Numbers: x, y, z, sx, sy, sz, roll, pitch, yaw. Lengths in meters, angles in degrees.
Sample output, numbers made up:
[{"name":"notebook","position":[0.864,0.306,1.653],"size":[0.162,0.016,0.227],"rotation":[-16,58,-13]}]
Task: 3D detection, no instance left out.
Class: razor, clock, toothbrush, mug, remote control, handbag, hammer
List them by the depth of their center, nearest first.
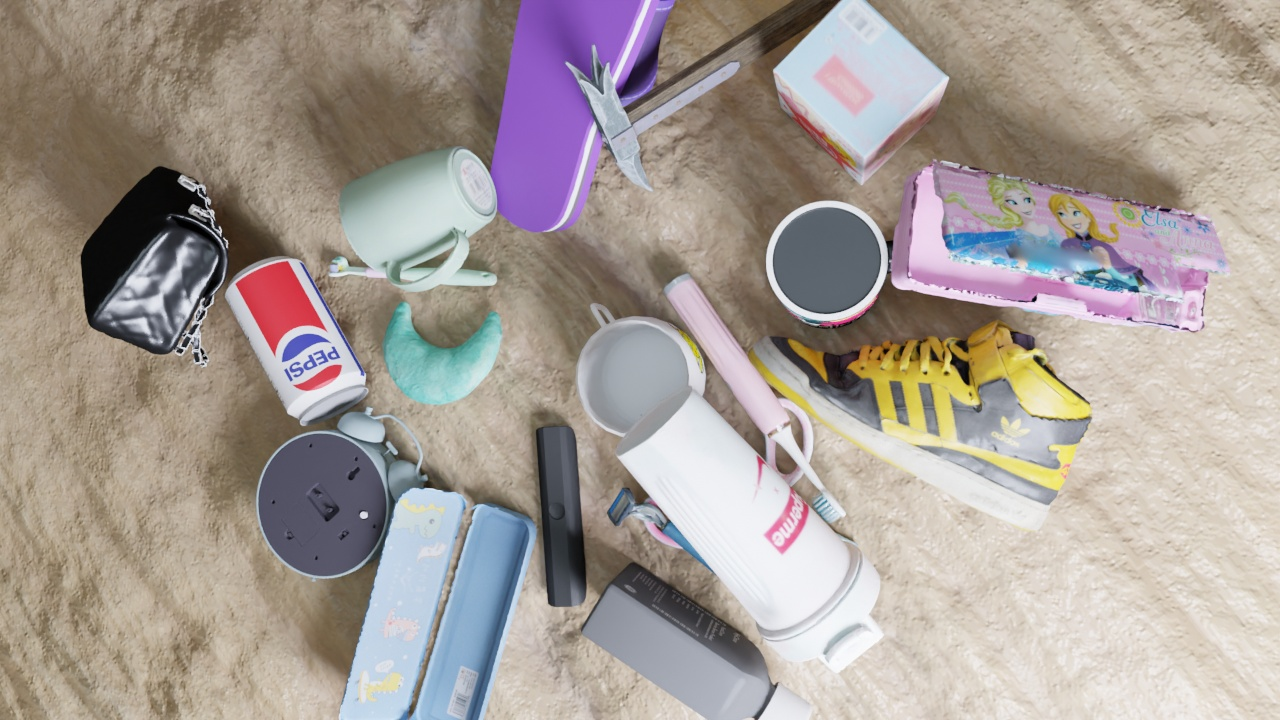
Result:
[{"name":"mug","position":[0.153,-0.069,0.664],"size":[0.118,0.098,0.082],"rotation":[-9,87,12]},{"name":"hammer","position":[0.106,-0.247,0.686],"size":[0.317,0.147,0.028],"rotation":[-32,58,-1]},{"name":"toothbrush","position":[0.087,0.027,0.701],"size":[0.027,0.027,0.222],"rotation":[-38,74,16]},{"name":"mug","position":[-0.004,0.004,0.714],"size":[0.094,0.068,0.115],"rotation":[-33,82,10]},{"name":"razor","position":[0.040,0.147,0.716],"size":[0.144,0.022,0.042],"rotation":[34,138,4]},{"name":"mug","position":[-0.172,-0.109,0.731],"size":[0.104,0.084,0.111],"rotation":[-17,67,23]},{"name":"remote control","position":[-0.066,0.127,0.752],"size":[0.033,0.015,0.147],"rotation":[-5,88,12]},{"name":"clock","position":[-0.251,0.112,0.780],"size":[0.159,0.045,0.122],"rotation":[-42,81,8]},{"name":"handbag","position":[-0.393,-0.083,0.781],"size":[0.125,0.114,0.153],"rotation":[-53,38,6]},{"name":"toothbrush","position":[-0.196,-0.075,0.785],"size":[0.155,0.015,0.022],"rotation":[5,60,13]}]

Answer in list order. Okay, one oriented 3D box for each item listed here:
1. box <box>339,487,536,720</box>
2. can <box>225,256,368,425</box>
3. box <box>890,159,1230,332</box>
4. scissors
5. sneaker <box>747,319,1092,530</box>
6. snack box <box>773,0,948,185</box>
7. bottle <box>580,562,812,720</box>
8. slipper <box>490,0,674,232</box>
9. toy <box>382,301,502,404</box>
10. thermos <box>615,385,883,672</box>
[{"name":"box","position":[-0.168,0.213,0.763],"size":[0.125,0.043,0.209],"rotation":[16,93,-7]},{"name":"can","position":[-0.290,-0.017,0.777],"size":[0.070,0.070,0.132],"rotation":[-33,82,10]},{"name":"box","position":[0.286,-0.074,0.605],"size":[0.230,0.071,0.084],"rotation":[8,90,-13]},{"name":"scissors","position":[0.089,0.110,0.720],"size":[0.170,0.013,0.177],"rotation":[12,92,13]},{"name":"sneaker","position":[0.204,0.013,0.657],"size":[0.238,0.086,0.122],"rotation":[30,101,7]},{"name":"snack box","position":[0.158,-0.194,0.667],"size":[0.079,0.094,0.093],"rotation":[-45,81,9]},{"name":"bottle","position":[0.046,0.225,0.692],"size":[0.174,0.083,0.046],"rotation":[32,96,10]},{"name":"slipper","position":[-0.036,-0.232,0.725],"size":[0.107,0.083,0.267],"rotation":[31,115,26]},{"name":"toy","position":[-0.168,-0.005,0.771],"size":[0.105,0.033,0.085],"rotation":[6,79,13]},{"name":"thermos","position":[0.079,0.122,0.647],"size":[0.099,0.099,0.220],"rotation":[-41,99,9]}]
